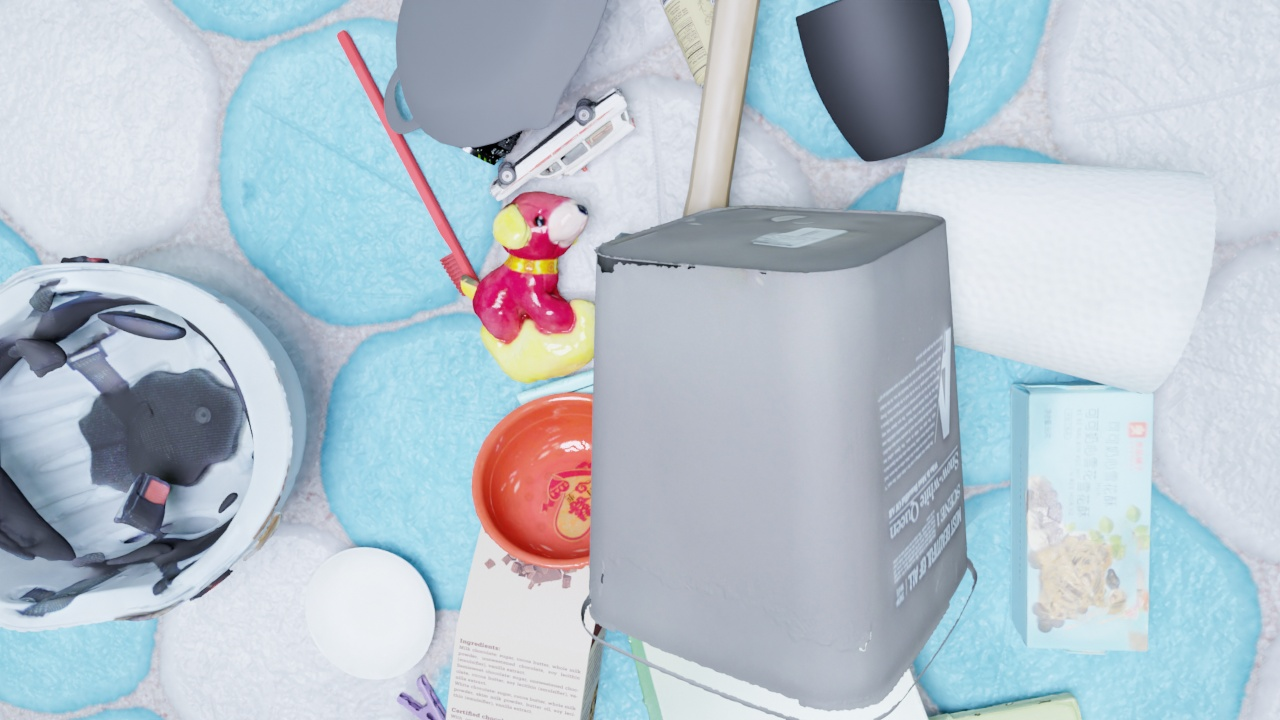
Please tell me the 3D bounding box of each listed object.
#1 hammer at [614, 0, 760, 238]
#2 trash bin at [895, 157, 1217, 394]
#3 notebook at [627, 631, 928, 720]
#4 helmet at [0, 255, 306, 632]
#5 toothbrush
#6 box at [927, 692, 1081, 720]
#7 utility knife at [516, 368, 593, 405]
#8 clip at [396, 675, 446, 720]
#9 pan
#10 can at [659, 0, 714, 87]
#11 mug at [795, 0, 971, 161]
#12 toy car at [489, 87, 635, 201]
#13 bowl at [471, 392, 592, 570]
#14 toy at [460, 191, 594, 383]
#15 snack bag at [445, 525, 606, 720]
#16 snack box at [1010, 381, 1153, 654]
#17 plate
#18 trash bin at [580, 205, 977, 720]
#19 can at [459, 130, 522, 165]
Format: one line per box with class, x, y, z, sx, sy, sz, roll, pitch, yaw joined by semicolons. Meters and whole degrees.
hammer;0.054;-0.178;0.576;0.117;0.051;0.323;8;109;1
trash bin;0.234;-0.060;0.558;0.161;0.133;0.133;11;98;13
notebook;0.093;0.233;0.615;0.182;0.010;0.252;-21;68;9
helmet;-0.348;0.049;0.644;0.264;0.163;0.236;-23;96;4
toothbrush;-0.173;-0.142;0.670;0.018;0.012;0.212;-27;91;11
box;0.225;0.311;0.647;0.187;0.024;0.137;-17;99;11
utility knife;-0.004;0.004;0.658;0.177;0.015;0.022;-19;122;9
clip;-0.170;0.271;0.715;0.046;0.014;0.050;-15;91;11
pan;-0.053;-0.267;0.566;0.355;0.024;0.216;-36;61;25
can;0.040;-0.226;0.613;0.038;0.038;0.079;-24;92;11
mug;0.166;-0.189;0.583;0.118;0.085;0.100;-27;107;-19
toy car;-0.053;-0.145;0.640;0.113;0.039;0.039;-36;111;12
bowl;-0.050;0.089;0.640;0.130;0.045;0.130;-1;59;2
toy;-0.078;-0.050;0.645;0.105;0.067;0.137;6;109;10
snack bag;-0.080;0.221;0.665;0.094;0.069;0.206;9;97;8
snack box;0.286;0.100;0.601;0.075;0.053;0.175;-1;97;9
plate;-0.203;0.190;0.704;0.104;0.026;0.104;1;97;9
trash bin;0.076;0.037;0.514;0.198;0.196;0.220;10;113;35
can;-0.086;-0.205;0.628;0.054;0.054;0.138;31;100;5
